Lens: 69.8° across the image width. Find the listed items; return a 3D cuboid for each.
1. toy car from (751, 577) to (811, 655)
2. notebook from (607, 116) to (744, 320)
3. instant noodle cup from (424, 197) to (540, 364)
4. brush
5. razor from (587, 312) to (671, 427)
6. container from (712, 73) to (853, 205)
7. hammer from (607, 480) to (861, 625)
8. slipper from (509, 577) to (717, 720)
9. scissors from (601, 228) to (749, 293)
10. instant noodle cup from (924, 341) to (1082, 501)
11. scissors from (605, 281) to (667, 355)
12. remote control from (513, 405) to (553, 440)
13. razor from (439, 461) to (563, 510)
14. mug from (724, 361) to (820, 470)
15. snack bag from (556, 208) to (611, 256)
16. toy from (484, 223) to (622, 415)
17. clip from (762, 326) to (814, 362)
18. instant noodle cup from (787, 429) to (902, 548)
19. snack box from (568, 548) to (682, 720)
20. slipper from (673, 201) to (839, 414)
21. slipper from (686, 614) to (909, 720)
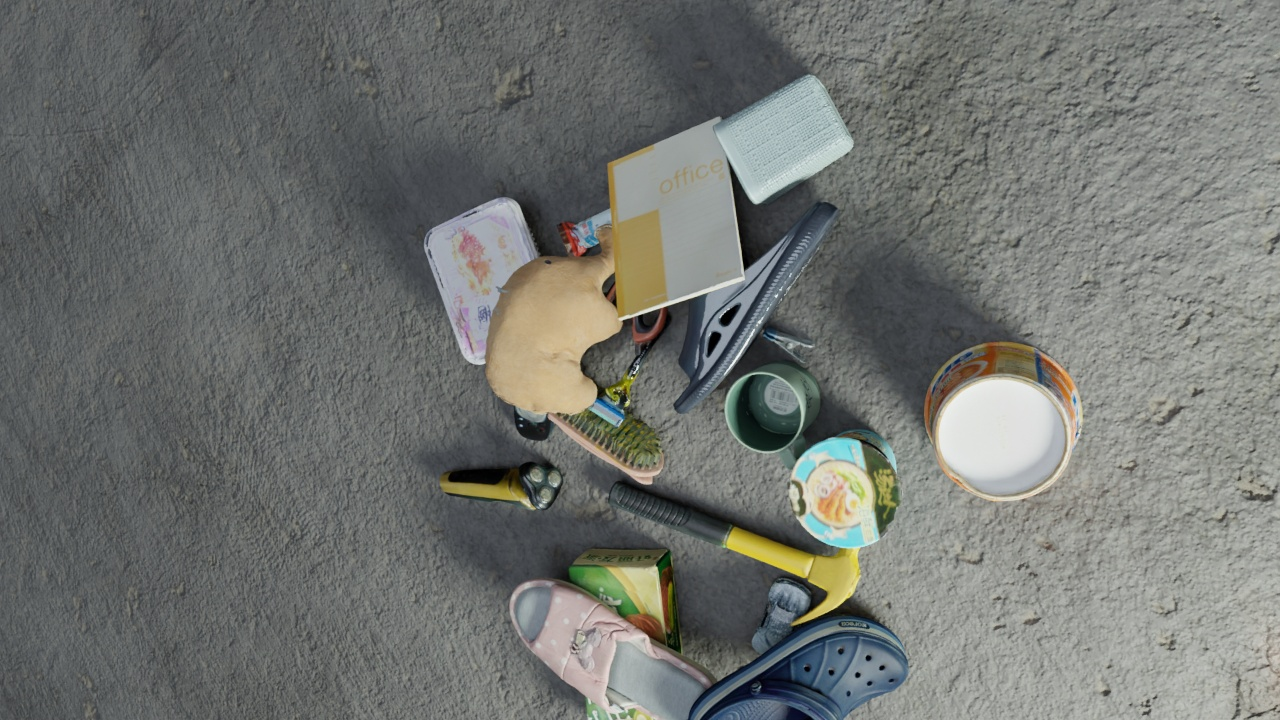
[{"bbox_3d":[0.160,0.300,1.048,0.049,0.031,0.106,20,107,18],"label":"toy car"},{"bbox_3d":[0.033,-0.152,0.976,0.146,0.010,0.206,-17,61,24],"label":"notebook"},{"bbox_3d":[-0.167,-0.095,1.095,0.138,0.060,0.173,-19,93,23],"label":"instant noodle cup"},{"bbox_3d":[-0.035,0.088,1.077,0.145,0.063,0.073,35,139,11],"label":"brush"},{"bbox_3d":[-0.006,0.006,1.051,0.042,0.022,0.142,31,87,4],"label":"razor"},{"bbox_3d":[0.149,-0.225,0.935,0.112,0.089,0.090,-28,88,19],"label":"container"},{"bbox_3d":[0.100,0.201,1.045,0.301,0.033,0.128,18,87,22],"label":"hammer"},{"bbox_3d":[-0.037,0.341,1.050,0.274,0.054,0.114,28,107,13],"label":"slipper"},{"bbox_3d":[0.015,-0.085,1.045,0.235,0.021,0.125,-31,87,23],"label":"scissors"},{"bbox_3d":[0.350,0.063,0.889,0.151,0.111,0.151,4,100,21],"label":"instant noodle cup"},{"bbox_3d":[0.012,-0.109,1.024,0.197,0.015,0.214,-13,84,27],"label":"scissors"},{"bbox_3d":[-0.127,0.039,1.106,0.053,0.024,0.137,10,126,6],"label":"remote control"},{"bbox_3d":[-0.179,0.153,1.147,0.168,0.062,0.068,-1,130,27],"label":"razor"},{"bbox_3d":[0.148,0.058,0.969,0.082,0.106,0.111,-24,88,23],"label":"mug"},{"bbox_3d":[-0.044,-0.154,1.055,0.104,0.026,0.048,-17,104,24],"label":"snack bag"},{"bbox_3d":[-0.091,-0.051,1.009,0.143,0.082,0.226,18,94,-19],"label":"toy"},{"bbox_3d":[0.161,-0.022,0.997,0.057,0.024,0.028,28,112,11],"label":"clip"},{"bbox_3d":[0.217,0.120,0.947,0.111,0.120,0.111,3,100,19],"label":"instant noodle cup"},{"bbox_3d":[-0.011,0.350,1.106,0.115,0.063,0.240,-3,98,21],"label":"snack box"},{"bbox_3d":[0.103,-0.065,0.968,0.083,0.110,0.268,37,104,8],"label":"slipper"},{"bbox_3d":[0.169,0.360,0.977,0.253,0.095,0.105,-25,116,1],"label":"slipper"}]
